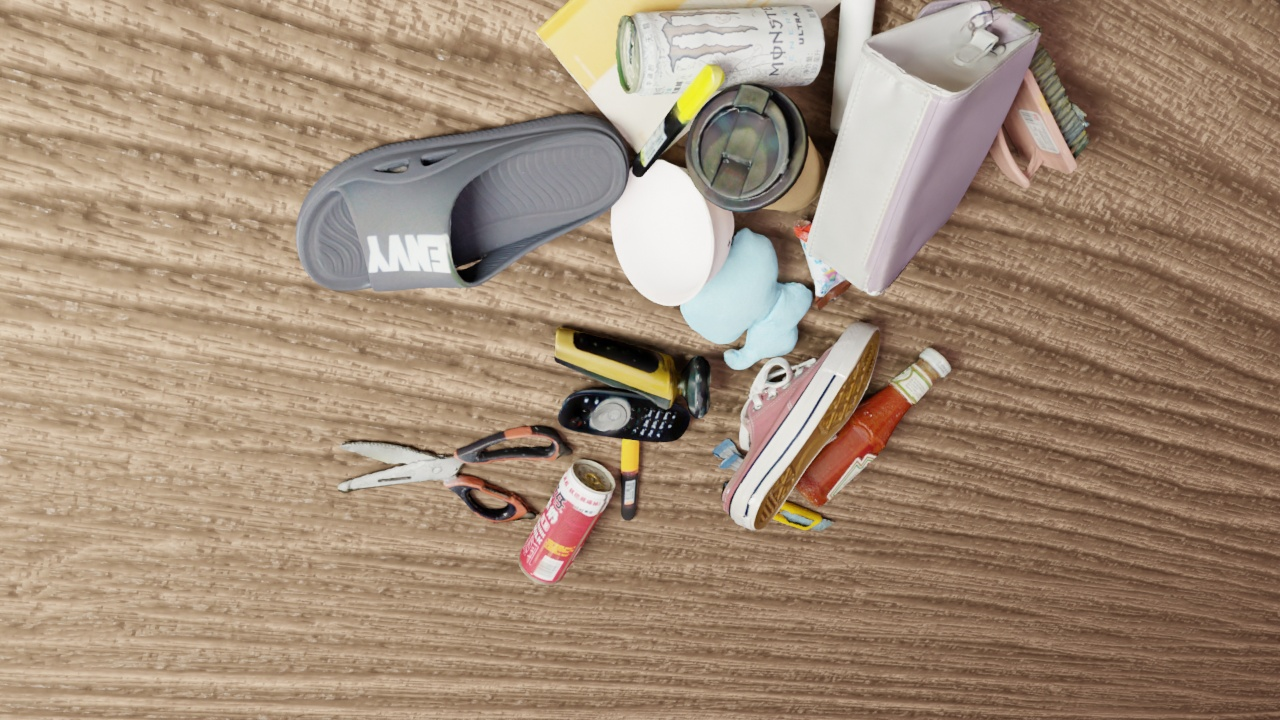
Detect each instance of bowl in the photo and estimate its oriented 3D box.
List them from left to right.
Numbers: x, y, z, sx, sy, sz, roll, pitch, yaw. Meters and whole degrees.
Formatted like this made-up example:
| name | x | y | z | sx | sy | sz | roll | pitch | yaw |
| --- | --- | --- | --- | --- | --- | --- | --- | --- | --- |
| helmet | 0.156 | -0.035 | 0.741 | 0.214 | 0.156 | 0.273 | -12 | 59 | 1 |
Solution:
| name | x | y | z | sx | sy | sz | roll | pitch | yaw |
| --- | --- | --- | --- | --- | --- | --- | --- | --- | --- |
| bowl | 0.038 | -0.109 | 0.756 | 0.064 | 0.118 | 0.118 | -18 | 134 | -40 |

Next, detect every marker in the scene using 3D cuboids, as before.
| name | x | y | z | sx | sy | sz | roll | pitch | yaw |
| --- | --- | --- | --- | --- | --- | --- | --- | --- | --- |
| marker | -0.012 | 0.124 | 0.960 | 0.018 | 0.015 | 0.124 | -8 | 130 | -12 |
| marker | 0.025 | -0.175 | 0.683 | 0.015 | 0.018 | 0.124 | -10 | 161 | -34 |

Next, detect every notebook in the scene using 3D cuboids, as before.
| name | x | y | z | sx | sy | sz | roll | pitch | yaw |
| --- | --- | --- | --- | --- | --- | --- | --- | --- | --- |
| notebook | 0.043 | -0.262 | 0.692 | 0.206 | 0.010 | 0.146 | -38 | 129 | 11 |

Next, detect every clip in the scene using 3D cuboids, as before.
| name | x | y | z | sx | sy | sz | roll | pitch | yaw |
| --- | --- | --- | --- | --- | --- | --- | --- | --- | --- |
| clip | 0.103 | 0.107 | 0.984 | 0.027 | 0.044 | 0.058 | -45 | 131 | 14 |

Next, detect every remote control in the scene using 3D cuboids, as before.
| name | x | y | z | sx | sy | sz | roll | pitch | yaw |
| --- | --- | --- | --- | --- | --- | --- | --- | --- | --- |
| remote control | -0.016 | 0.052 | 0.897 | 0.136 | 0.024 | 0.053 | 10 | 121 | -24 |

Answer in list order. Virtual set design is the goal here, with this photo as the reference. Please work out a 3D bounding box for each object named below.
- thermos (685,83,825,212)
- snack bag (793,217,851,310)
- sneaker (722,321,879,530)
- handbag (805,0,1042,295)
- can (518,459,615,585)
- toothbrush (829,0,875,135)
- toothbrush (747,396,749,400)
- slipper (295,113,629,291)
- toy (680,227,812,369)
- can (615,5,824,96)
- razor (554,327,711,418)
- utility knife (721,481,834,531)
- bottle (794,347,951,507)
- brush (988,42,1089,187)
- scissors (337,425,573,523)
| name | x | y | z | sx | sy | sz | roll | pitch | yaw |
| --- | --- | --- | --- | --- | --- | --- | --- | --- | --- |
| thermos | 0.097 | -0.156 | 0.711 | 0.093 | 0.093 | 0.143 | -49 | 162 | 19 |
| snack bag | 0.169 | -0.096 | 0.848 | 0.045 | 0.026 | 0.105 | -37 | 131 | -13 |
| sneaker | 0.145 | 0.049 | 0.898 | 0.240 | 0.088 | 0.118 | -52 | 151 | -12 |
| handbag | 0.219 | -0.172 | 0.733 | 0.144 | 0.098 | 0.197 | -31 | 150 | -28 |
| can | -0.076 | 0.166 | 0.943 | 0.053 | 0.053 | 0.133 | 15 | 119 | -28 |
| toothbrush | 0.166 | -0.275 | 0.701 | 0.027 | 0.026 | 0.221 | 2 | 134 | 7 |
| toothbrush | 0.162 | 0.090 | 0.994 | 0.016 | 0.018 | 0.181 | -38 | 126 | 7 |
| slipper | -0.132 | -0.113 | 0.697 | 0.268 | 0.083 | 0.111 | -17 | 127 | -4 |
| toy | 0.094 | -0.053 | 0.841 | 0.156 | 0.049 | 0.162 | -4 | 132 | -28 |
| can | 0.059 | -0.229 | 0.677 | 0.146 | 0.058 | 0.058 | -8 | 127 | -14 |
| razor | -0.005 | 0.005 | 0.850 | 0.167 | 0.062 | 0.068 | 18 | 140 | -22 |
| utility knife | 0.159 | 0.170 | 1.050 | 0.177 | 0.015 | 0.033 | 23 | 118 | -31 |
| bottle | 0.241 | 0.067 | 0.969 | 0.206 | 0.059 | 0.060 | -44 | 127 | 4 |
| brush | 0.325 | -0.217 | 0.788 | 0.073 | 0.063 | 0.145 | -46 | 126 | 4 |
| scissors | -0.174 | 0.107 | 0.891 | 0.189 | 0.015 | 0.224 | -35 | 129 | 9 |
